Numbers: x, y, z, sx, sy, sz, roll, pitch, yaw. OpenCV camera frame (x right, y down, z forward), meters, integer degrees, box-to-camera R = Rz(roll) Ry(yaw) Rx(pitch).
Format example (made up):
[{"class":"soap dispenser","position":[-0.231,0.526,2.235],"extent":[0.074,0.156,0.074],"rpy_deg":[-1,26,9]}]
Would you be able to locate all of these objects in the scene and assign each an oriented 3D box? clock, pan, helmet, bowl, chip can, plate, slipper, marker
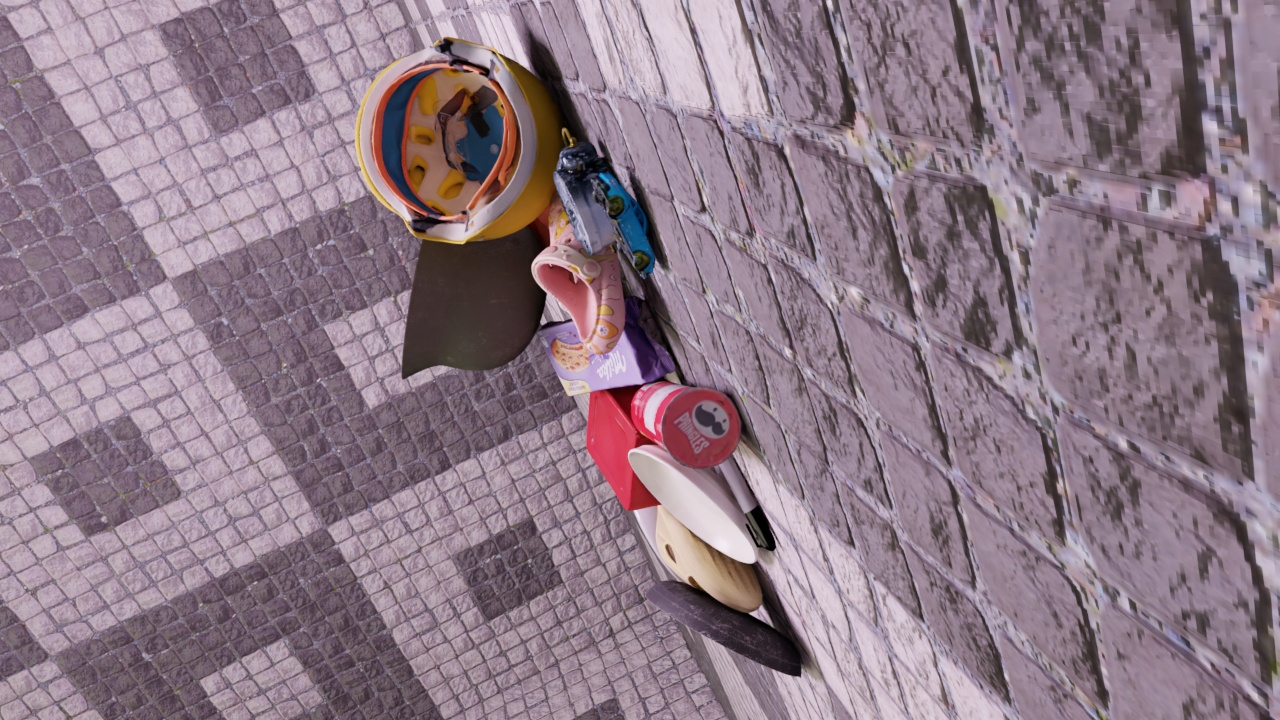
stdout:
[{"class":"clock","position":[-0.053,-0.164,0.892],"extent":[0.129,0.052,0.090],"rpy_deg":[65,173,-5]},{"class":"pan","position":[0.122,0.335,1.175],"extent":[0.208,0.040,0.357],"rpy_deg":[24,174,19]},{"class":"helmet","position":[-0.180,-0.233,1.006],"extent":[0.240,0.139,0.209],"rpy_deg":[18,103,30]},{"class":"helmet","position":[-0.194,-0.090,1.149],"extent":[0.228,0.153,0.267],"rpy_deg":[111,166,-46]},{"class":"bowl","position":[0.054,0.222,1.286],"extent":[0.176,0.066,0.176],"rpy_deg":[56,-171,-15]},{"class":"chip can","position":[0.037,0.058,0.920],"extent":[0.073,0.073,0.233],"rpy_deg":[65,173,-4]},{"class":"plate","position":[0.065,0.151,1.015],"extent":[0.182,0.034,0.182],"rpy_deg":[38,162,15]},{"class":"slipper","position":[0.058,0.224,1.154],"extent":[0.111,0.079,0.261],"rpy_deg":[26,-157,-37]},{"class":"marker","position":[0.098,0.131,0.926],"extent":[0.138,0.022,0.016],"rpy_deg":[62,-175,16]},{"class":"slipper","position":[-0.070,-0.099,0.960],"extent":[0.093,0.081,0.197],"rpy_deg":[128,134,-53]}]

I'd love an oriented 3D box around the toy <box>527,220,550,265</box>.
[{"class":"toy","position":[-0.160,-0.181,1.315],"extent":[0.197,0.120,0.158],"rpy_deg":[26,100,62]}]

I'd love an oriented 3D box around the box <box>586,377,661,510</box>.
[{"class":"box","position":[-0.005,0.090,1.147],"extent":[0.157,0.122,0.137],"rpy_deg":[-126,18,-55]}]

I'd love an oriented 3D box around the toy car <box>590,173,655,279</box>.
[{"class":"toy car","position":[-0.011,-0.121,0.820],"extent":[0.105,0.032,0.048],"rpy_deg":[63,174,-35]}]

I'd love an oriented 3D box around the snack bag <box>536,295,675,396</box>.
[{"class":"snack bag","position":[-0.040,-0.018,1.066],"extent":[0.206,0.058,0.096],"rpy_deg":[-10,107,55]}]

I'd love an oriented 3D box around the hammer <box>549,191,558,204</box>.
[{"class":"hammer","position":[-0.092,-0.122,1.244],"extent":[0.117,0.051,0.323],"rpy_deg":[-83,-13,-48]}]

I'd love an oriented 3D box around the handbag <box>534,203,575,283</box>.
[{"class":"handbag","position":[-0.067,-0.105,1.144],"extent":[0.109,0.060,0.172],"rpy_deg":[53,166,56]}]
